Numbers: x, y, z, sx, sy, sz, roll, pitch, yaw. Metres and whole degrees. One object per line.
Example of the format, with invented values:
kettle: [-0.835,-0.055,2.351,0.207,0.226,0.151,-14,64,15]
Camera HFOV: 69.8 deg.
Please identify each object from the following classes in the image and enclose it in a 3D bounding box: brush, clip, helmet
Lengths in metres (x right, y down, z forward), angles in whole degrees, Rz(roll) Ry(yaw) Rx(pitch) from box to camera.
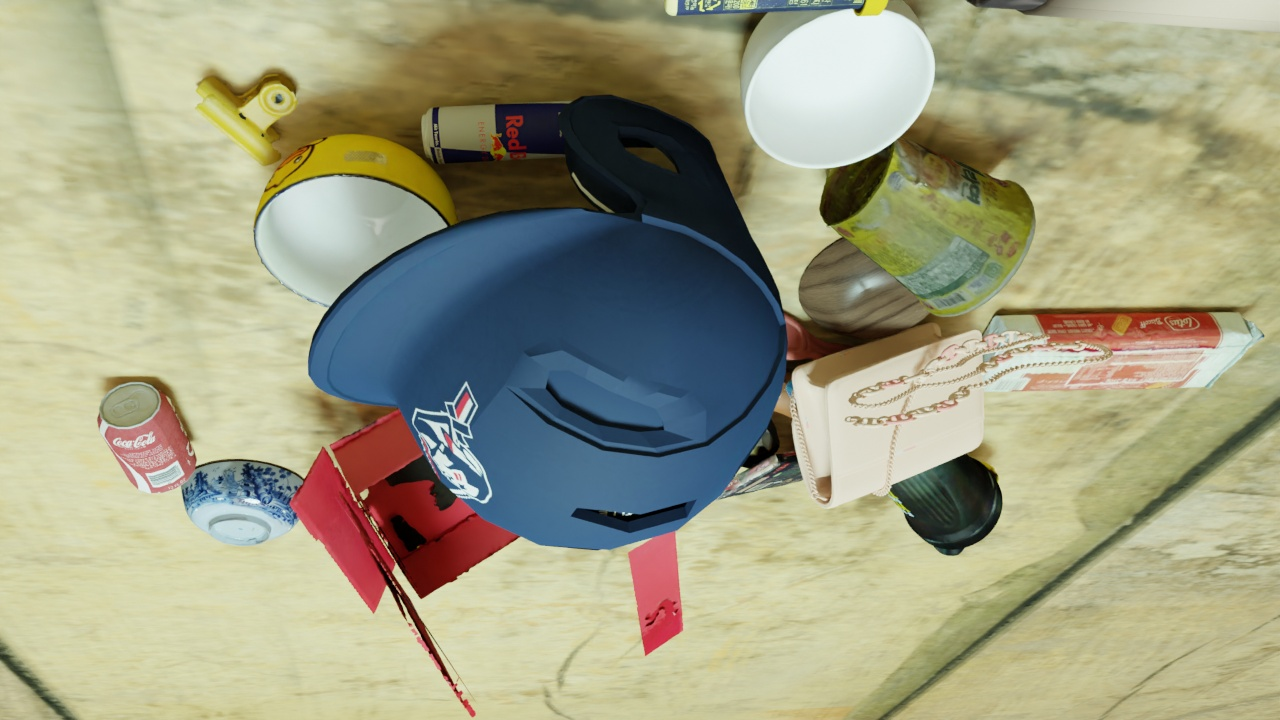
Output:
brush: [0.123,-0.011,0.737,0.172,0.041,0.030,18,154,-32]
clip: [-0.217,-0.139,0.518,0.049,0.045,0.054,1,149,34]
helmet: [-0.046,-0.001,0.525,0.272,0.222,0.233,0,154,-24]

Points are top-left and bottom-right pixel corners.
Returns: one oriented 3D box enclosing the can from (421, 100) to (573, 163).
can: [-0.079,-0.134,0.541,0.095,0.032,0.032,-4,143,-4]

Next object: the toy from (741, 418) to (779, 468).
toy: [0.073,0.075,0.821,0.100,0.062,0.076,-19,131,25]

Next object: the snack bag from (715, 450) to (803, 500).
snack bag: [0.134,0.102,0.852,0.075,0.018,0.155,-34,161,31]

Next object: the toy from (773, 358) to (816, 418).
toy: [0.127,0.034,0.797,0.090,0.070,0.103,11,164,-2]

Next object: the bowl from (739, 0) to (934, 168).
bowl: [0.106,-0.164,0.513,0.105,0.054,0.105,-3,144,-2]

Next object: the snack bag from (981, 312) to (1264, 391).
snack bag: [0.397,-0.007,0.780,0.225,0.041,0.078,-2,144,-9]

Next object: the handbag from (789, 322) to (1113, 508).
handbag: [0.211,0.056,0.671,0.198,0.187,0.117,-17,106,-22]

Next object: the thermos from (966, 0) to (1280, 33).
thermos: [0.262,-0.217,0.383,0.226,0.172,0.173,0,143,1]

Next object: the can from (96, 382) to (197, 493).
can: [-0.395,0.063,0.737,0.054,0.054,0.097,0,143,-9]

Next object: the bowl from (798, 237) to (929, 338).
bowl: [0.182,-0.049,0.694,0.119,0.032,0.119,-4,143,-3]

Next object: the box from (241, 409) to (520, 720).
box: [-0.242,0.204,0.732,0.107,0.408,0.212,25,148,21]

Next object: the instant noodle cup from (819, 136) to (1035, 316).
instant noodle cup: [0.179,-0.094,0.593,0.108,0.102,0.102,25,134,-22]

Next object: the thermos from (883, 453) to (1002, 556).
thermos: [0.270,0.104,0.870,0.098,0.098,0.221,-27,133,25]

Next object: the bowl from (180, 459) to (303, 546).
bowl: [-0.367,0.140,0.850,0.114,0.045,0.114,-4,143,-3]

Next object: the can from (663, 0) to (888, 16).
can: [0.062,-0.226,0.408,0.104,0.075,0.135,-3,143,-1]

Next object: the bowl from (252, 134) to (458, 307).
bowl: [-0.168,-0.090,0.557,0.117,0.067,0.117,-4,143,-3]
